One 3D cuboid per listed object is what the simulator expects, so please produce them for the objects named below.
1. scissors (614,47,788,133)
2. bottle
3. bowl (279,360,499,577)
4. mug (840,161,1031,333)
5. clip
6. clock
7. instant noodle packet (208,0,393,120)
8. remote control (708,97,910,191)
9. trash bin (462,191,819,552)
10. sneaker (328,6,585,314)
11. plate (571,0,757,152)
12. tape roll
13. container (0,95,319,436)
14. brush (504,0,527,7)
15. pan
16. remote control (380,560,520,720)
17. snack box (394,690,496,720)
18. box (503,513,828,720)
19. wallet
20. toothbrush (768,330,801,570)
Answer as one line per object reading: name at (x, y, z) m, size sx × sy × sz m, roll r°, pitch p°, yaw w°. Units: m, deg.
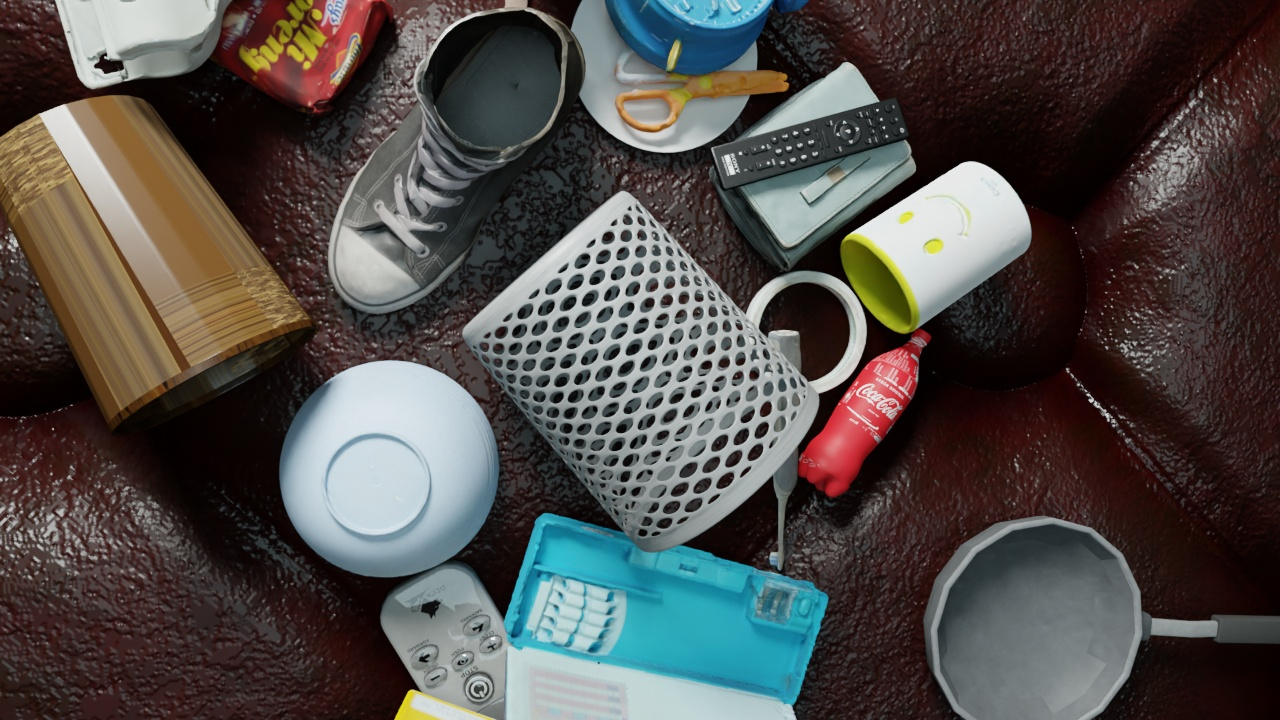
scissors at (0.044, -0.197, 0.644) m, size 0.128 × 0.013 × 0.065 m, roll -8°, pitch 97°, yaw -8°
bottle at (0.171, 0.036, 0.684) m, size 0.042 × 0.042 × 0.141 m, roll 37°, pitch 88°, yaw -11°
bowl at (-0.169, 0.076, 0.607) m, size 0.150 × 0.075 × 0.150 m, roll 0°, pitch 92°, yaw -7°
mug at (0.211, -0.081, 0.660) m, size 0.106 × 0.082 × 0.082 m, roll -33°, pitch 100°, yaw -6°
clip at (-0.274, -0.235, 0.525) m, size 0.152 × 0.104 × 0.126 m, roll -14°, pitch 96°, yaw 3°
clock at (0.051, -0.267, 0.611) m, size 0.161 × 0.060 × 0.117 m, roll -38°, pitch 95°, yaw -13°
instant noodle packet at (-0.239, -0.227, 0.591) m, size 0.135 × 0.040 × 0.098 m, roll 31°, pitch 83°, yaw -10°
remote control at (0.116, -0.148, 0.627) m, size 0.140 × 0.009 × 0.030 m, roll -17°, pitch 86°, yaw -9°
trash bin at (-0.003, 0.003, 0.596) m, size 0.156 × 0.156 × 0.183 m, roll -42°, pitch 98°, yaw -4°
sneaker at (-0.124, -0.120, 0.574) m, size 0.235 × 0.119 × 0.095 m, roll -44°, pitch 101°, yaw 9°
plate at (0.016, -0.215, 0.649) m, size 0.134 × 0.011 × 0.134 m, roll -1°, pitch 95°, yaw -10°
tape roll at (0.123, -0.021, 0.685) m, size 0.093 × 0.013 × 0.093 m, roll -1°, pitch 95°, yaw -10°
container at (-0.299, -0.060, 0.556) m, size 0.132 × 0.132 × 0.167 m, roll -31°, pitch 94°, yaw -6°
brush at (-0.087, -0.218, 0.629) m, size 0.050 × 0.015 × 0.136 m, roll 3°, pitch 95°, yaw -9°
pan at (0.390, 0.213, 0.740) m, size 0.357 × 0.041 × 0.178 m, roll 4°, pitch 95°, yaw -10°
remote control at (-0.124, 0.219, 0.662) m, size 0.074 × 0.019 × 0.151 m, roll -29°, pitch 99°, yaw -6°
snack box at (-0.145, 0.298, 0.632) m, size 0.083 × 0.061 × 0.106 m, roll 22°, pitch 104°, yaw -4°
box at (0.017, 0.214, 0.651) m, size 0.227 × 0.084 × 0.171 m, roll 17°, pitch 58°, yaw -14°
wallet at (0.125, -0.138, 0.659) m, size 0.131 × 0.054 × 0.100 m, roll -39°, pitch 101°, yaw -9°
toothbrush at (0.106, 0.070, 0.679) m, size 0.024 × 0.022 × 0.186 m, roll 4°, pitch 105°, yaw 21°
